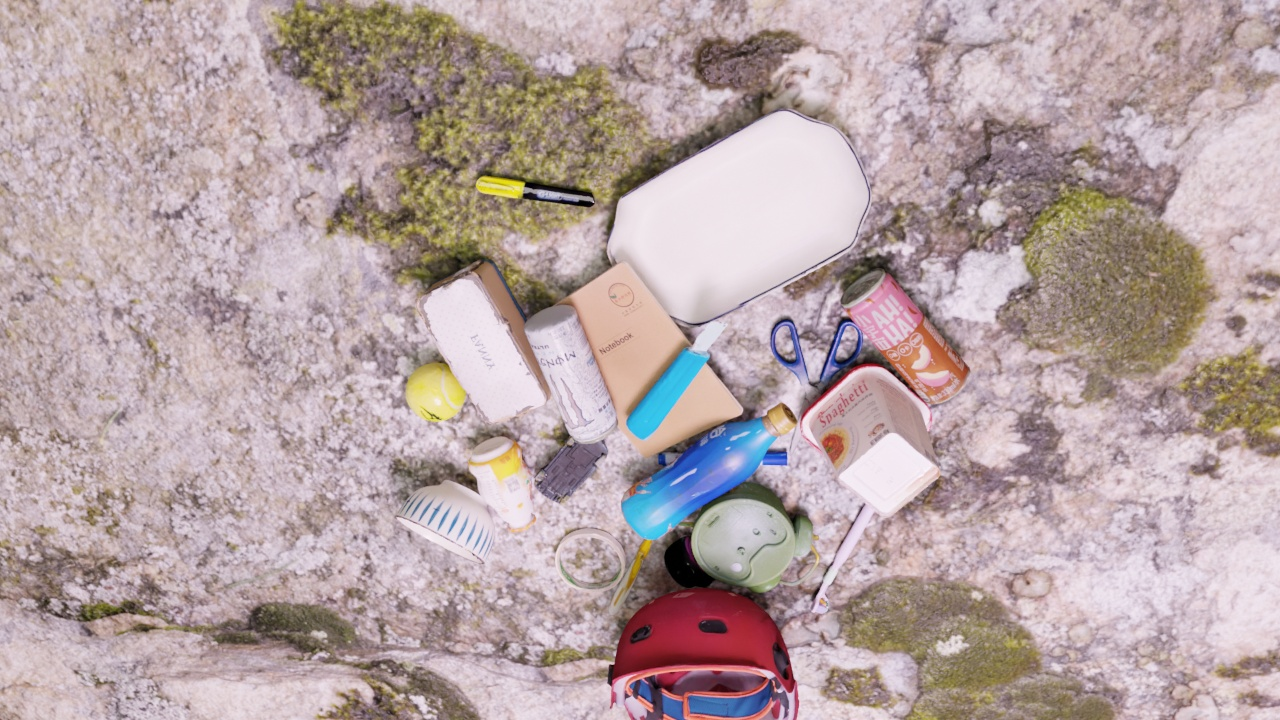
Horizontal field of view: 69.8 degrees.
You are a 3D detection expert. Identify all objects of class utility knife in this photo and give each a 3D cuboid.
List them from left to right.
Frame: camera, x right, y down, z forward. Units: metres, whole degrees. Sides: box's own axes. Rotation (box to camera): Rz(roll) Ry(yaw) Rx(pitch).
[{"bbox_3d":[0.037,0.021,0.963,0.034,0.018,0.188,28,129,-10],"label":"utility knife"}]

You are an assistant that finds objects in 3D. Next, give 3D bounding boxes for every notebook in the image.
[{"bbox_3d":[-0.006,0.006,0.989,0.148,0.008,0.207,-29,108,35],"label":"notebook"}]

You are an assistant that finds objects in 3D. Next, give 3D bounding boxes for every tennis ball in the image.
[{"bbox_3d":[-0.227,0.035,1.019,0.065,0.065,0.065,2,113,6],"label":"tennis ball"}]

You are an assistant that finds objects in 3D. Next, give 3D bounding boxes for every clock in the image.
[{"bbox_3d":[0.131,0.205,1.052,0.161,0.056,0.116,36,113,-8],"label":"clock"}]

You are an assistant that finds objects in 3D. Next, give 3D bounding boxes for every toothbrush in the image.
[{"bbox_3d":[0.000,0.238,1.101,0.016,0.018,0.192,24,113,-2],"label":"toothbrush"},{"bbox_3d":[0.243,0.217,1.063,0.021,0.029,0.189,36,117,33],"label":"toothbrush"}]

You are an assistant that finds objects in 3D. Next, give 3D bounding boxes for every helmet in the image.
[{"bbox_3d":[0.067,0.329,1.046,0.207,0.143,0.240,-12,139,13],"label":"helmet"}]

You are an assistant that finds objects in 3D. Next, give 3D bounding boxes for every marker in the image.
[{"bbox_3d":[-0.108,-0.173,0.945,0.124,0.015,0.018,9,116,2],"label":"marker"},{"bbox_3d":[0.093,0.111,1.039,0.146,0.016,0.017,-1,112,7],"label":"marker"}]

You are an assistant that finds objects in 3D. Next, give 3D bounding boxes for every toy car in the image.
[{"bbox_3d":[-0.079,0.119,1.054,0.049,0.031,0.106,38,113,-10],"label":"toy car"}]

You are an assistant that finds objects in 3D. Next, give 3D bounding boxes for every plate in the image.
[{"bbox_3d":[0.096,-0.141,0.923,0.266,0.034,0.162,-28,107,17],"label":"plate"}]

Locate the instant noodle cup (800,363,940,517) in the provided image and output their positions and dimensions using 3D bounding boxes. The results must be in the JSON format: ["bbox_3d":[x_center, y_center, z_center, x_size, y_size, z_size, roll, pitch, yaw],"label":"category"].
[{"bbox_3d":[0.241,0.085,0.944,0.116,0.124,0.116,38,110,-17],"label":"instant noodle cup"}]

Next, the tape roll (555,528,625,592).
[{"bbox_3d":[-0.060,0.243,1.114,0.086,0.013,0.086,2,112,6],"label":"tape roll"}]

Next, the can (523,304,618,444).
[{"bbox_3d":[-0.072,0.015,0.981,0.058,0.058,0.147,-14,117,12],"label":"can"}]

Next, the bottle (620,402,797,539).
[{"bbox_3d":[0.076,0.118,0.996,0.219,0.065,0.065,-37,104,23],"label":"bottle"}]

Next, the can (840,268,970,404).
[{"bbox_3d":[0.271,-0.023,0.938,0.058,0.057,0.147,-40,103,20],"label":"can"}]

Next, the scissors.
[{"bbox_3d":[0.193,0.023,0.993,0.161,0.012,0.163,-36,106,19],"label":"scissors"}]

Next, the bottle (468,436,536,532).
[{"bbox_3d":[-0.155,0.144,1.057,0.063,0.063,0.108,-14,110,12],"label":"bottle"}]

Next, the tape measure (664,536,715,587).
[{"bbox_3d":[0.055,0.238,1.074,0.039,0.057,0.057,-39,145,23],"label":"tape measure"}]

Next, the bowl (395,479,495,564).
[{"bbox_3d":[-0.218,0.181,1.068,0.116,0.117,0.066,30,69,-6],"label":"bowl"}]

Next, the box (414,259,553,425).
[{"bbox_3d":[-0.161,-0.013,0.996,0.090,0.061,0.184,-21,111,15],"label":"box"}]
